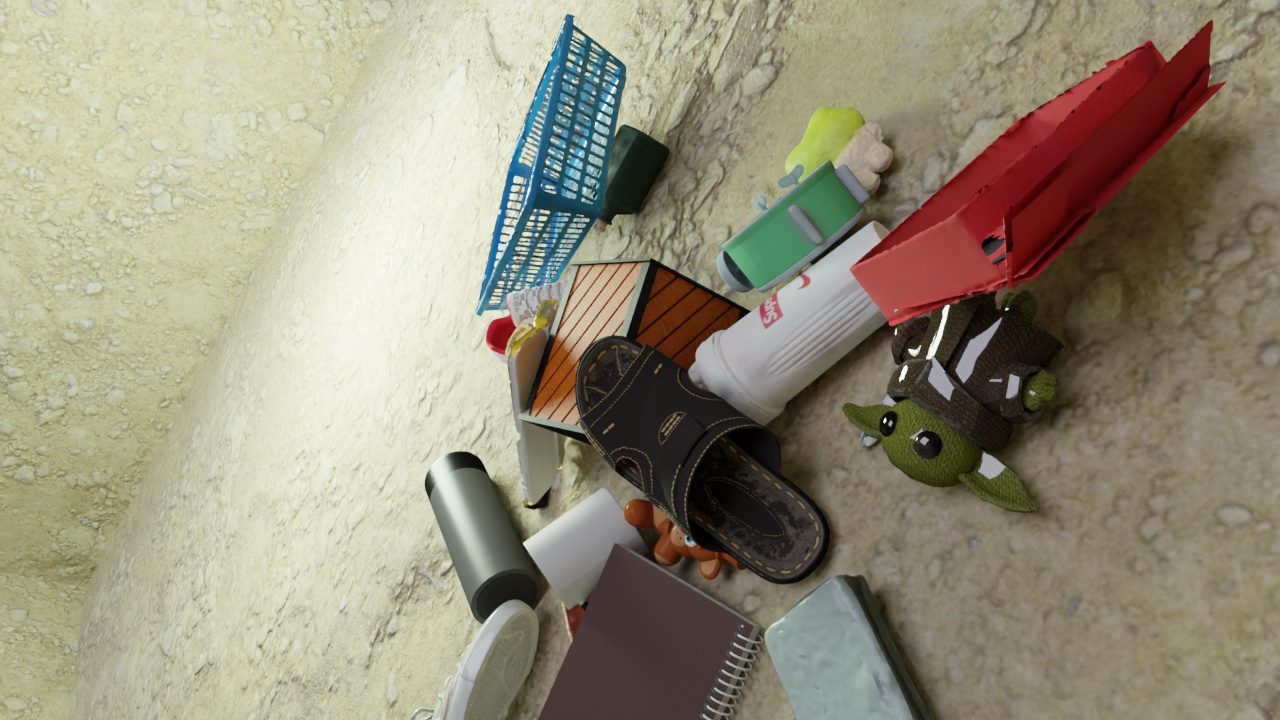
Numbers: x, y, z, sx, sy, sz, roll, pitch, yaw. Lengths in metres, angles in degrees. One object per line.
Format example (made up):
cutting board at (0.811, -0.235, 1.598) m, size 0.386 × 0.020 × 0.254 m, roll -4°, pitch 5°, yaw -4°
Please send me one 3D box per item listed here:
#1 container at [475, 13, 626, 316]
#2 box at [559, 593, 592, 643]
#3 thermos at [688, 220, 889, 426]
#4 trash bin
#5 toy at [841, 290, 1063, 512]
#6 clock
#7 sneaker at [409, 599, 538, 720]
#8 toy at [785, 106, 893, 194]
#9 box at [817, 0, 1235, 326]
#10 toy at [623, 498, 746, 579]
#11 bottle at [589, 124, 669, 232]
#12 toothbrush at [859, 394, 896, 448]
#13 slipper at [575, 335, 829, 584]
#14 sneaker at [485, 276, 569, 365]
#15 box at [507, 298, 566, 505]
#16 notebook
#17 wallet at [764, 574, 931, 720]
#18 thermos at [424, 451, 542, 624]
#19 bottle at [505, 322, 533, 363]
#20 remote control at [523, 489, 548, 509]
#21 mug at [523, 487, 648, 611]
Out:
container at (-0.115, -0.217, 1.154) m, size 0.363 × 0.089 × 0.256 m, roll 138°, pitch 144°, yaw -65°
box at (-0.045, 0.237, 0.933) m, size 0.042 × 0.082 × 0.186 m, roll 83°, pitch 169°, yaw -44°
thermos at (0.139, -0.025, 0.804) m, size 0.221 × 0.099 × 0.099 m, roll -40°, pitch 42°, yaw 25°
trash bin at (-0.005, 0.005, 0.926) m, size 0.140 × 0.139 × 0.171 m, roll 6°, pitch 75°, yaw 54°
toy at (0.230, 0.017, 0.663) m, size 0.179 × 0.078 × 0.153 m, roll 34°, pitch 99°, yaw 52°
clock at (0.127, -0.118, 0.845) m, size 0.121 × 0.075 × 0.162 m, roll -41°, pitch 3°, yaw -29°
sneaker at (-0.192, 0.366, 1.003) m, size 0.091 × 0.089 × 0.242 m, roll 23°, pitch 93°, yaw 40°
toy at (0.190, -0.193, 0.869) m, size 0.115 × 0.046 × 0.092 m, roll 42°, pitch 106°, yaw 47°
box at (0.252, -0.117, 0.608) m, size 0.214 × 0.153 × 0.164 m, roll -42°, pitch 49°, yaw -19°
toy at (0.048, 0.152, 0.840) m, size 0.128 × 0.065 × 0.095 m, roll 28°, pitch 86°, yaw 50°
bottle at (-0.024, -0.222, 1.150) m, size 0.131 × 0.061 × 0.061 m, roll -61°, pitch 33°, yaw 8°
toothbrush at (0.228, -0.009, 0.735) m, size 0.189 × 0.017 × 0.016 m, roll -59°, pitch 36°, yaw 9°
slipper at (0.044, 0.079, 0.765) m, size 0.268 × 0.076 × 0.113 m, roll 42°, pitch 88°, yaw 15°
sneaker at (-0.109, -0.060, 1.131) m, size 0.237 × 0.104 × 0.090 m, roll -28°, pitch 50°, yaw 41°
box at (-0.108, 0.046, 1.005) m, size 0.129 × 0.036 × 0.210 m, roll -62°, pitch -23°, yaw -54°
notebook at (0.000, 0.295, 0.813) m, size 0.172 × 0.022 × 0.209 m, roll 23°, pitch 89°, yaw 37°
wallet at (0.152, 0.234, 0.667) m, size 0.101 × 0.054 × 0.131 m, roll -52°, pitch 38°, yaw 35°
thermos at (-0.196, 0.208, 1.109) m, size 0.082 × 0.082 × 0.240 m, roll -57°, pitch 36°, yaw 12°
bottle at (-0.102, -0.001, 1.086) m, size 0.056 × 0.105 × 0.056 m, roll -30°, pitch 48°, yaw 40°
remote control at (-0.119, 0.114, 1.121) m, size 0.032 × 0.015 × 0.136 m, roll -24°, pitch 50°, yaw 44°
mug at (-0.044, 0.198, 0.901) m, size 0.096 × 0.079 × 0.112 m, roll -34°, pitch 75°, yaw -11°
